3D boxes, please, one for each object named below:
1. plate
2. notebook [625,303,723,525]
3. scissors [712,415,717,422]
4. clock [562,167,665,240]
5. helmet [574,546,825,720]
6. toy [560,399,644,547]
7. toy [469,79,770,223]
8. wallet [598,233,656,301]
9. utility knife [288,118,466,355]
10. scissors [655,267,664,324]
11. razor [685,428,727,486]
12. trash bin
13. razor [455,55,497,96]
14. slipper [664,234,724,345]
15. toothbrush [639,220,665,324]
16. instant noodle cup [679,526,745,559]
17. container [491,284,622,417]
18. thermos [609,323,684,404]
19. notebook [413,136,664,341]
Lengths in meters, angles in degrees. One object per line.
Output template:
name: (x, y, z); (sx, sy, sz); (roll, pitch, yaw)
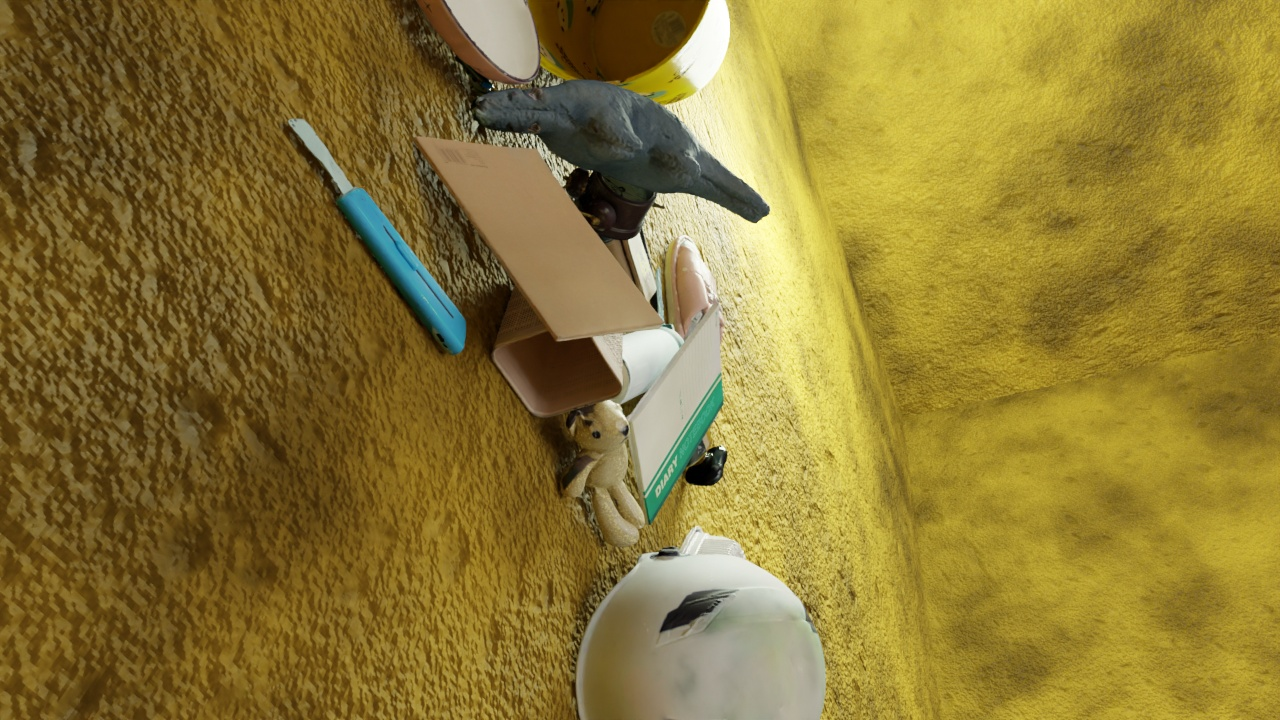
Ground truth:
plate: (-0.159, -0.332, 0.822); (0.192, 0.039, 0.192); (49, 29, -39)
notebook: (0.044, 0.056, 0.996); (0.208, 0.012, 0.150); (-53, 146, -42)
scissors: (0.078, 0.079, 1.213); (0.172, 0.014, 0.142); (-82, 151, -45)
clock: (-0.035, -0.176, 1.001); (0.121, 0.055, 0.082); (-13, 62, -41)
helmet: (0.077, 0.281, 0.816); (0.258, 0.146, 0.228); (23, 61, -49)
toy: (-0.029, 0.102, 0.847); (0.104, 0.066, 0.157); (-42, 129, -42)
toy: (-0.020, -0.222, 0.930); (0.355, 0.092, 0.137); (11, 35, -37)
wallet: (-0.015, -0.122, 1.088); (0.090, 0.033, 0.115); (-61, 136, -63)
utility knife: (-0.182, -0.085, 0.648); (0.203, 0.018, 0.034); (59, 27, -35)
scissors: (0.027, -0.049, 1.124); (0.064, 0.017, 0.135); (-16, 106, -64)
razor: (0.060, 0.068, 1.105); (0.067, 0.062, 0.167); (-20, 95, -30)
trash bin: (-0.006, -0.406, 1.051); (0.255, 0.230, 0.229); (-19, 94, -75)
razor: (-0.131, -0.255, 0.888); (0.042, 0.022, 0.142); (49, 17, 16)
slipper: (0.079, -0.062, 1.252); (0.114, 0.054, 0.273); (50, 32, -48)
toothbrush: (0.012, -0.112, 1.169); (0.018, 0.016, 0.181); (37, 41, -72)
instant noodle cup: (0.098, 0.288, 1.060); (0.137, 0.060, 0.173); (-43, 117, -67)
container: (-0.067, -0.026, 0.807); (0.110, 0.090, 0.090); (-86, 152, -48)
thermos: (-0.006, 0.006, 0.973); (0.223, 0.073, 0.073); (-21, 96, -70)
notebook: (-0.081, -0.105, 0.763); (0.211, 0.012, 0.149); (54, 30, 16)
